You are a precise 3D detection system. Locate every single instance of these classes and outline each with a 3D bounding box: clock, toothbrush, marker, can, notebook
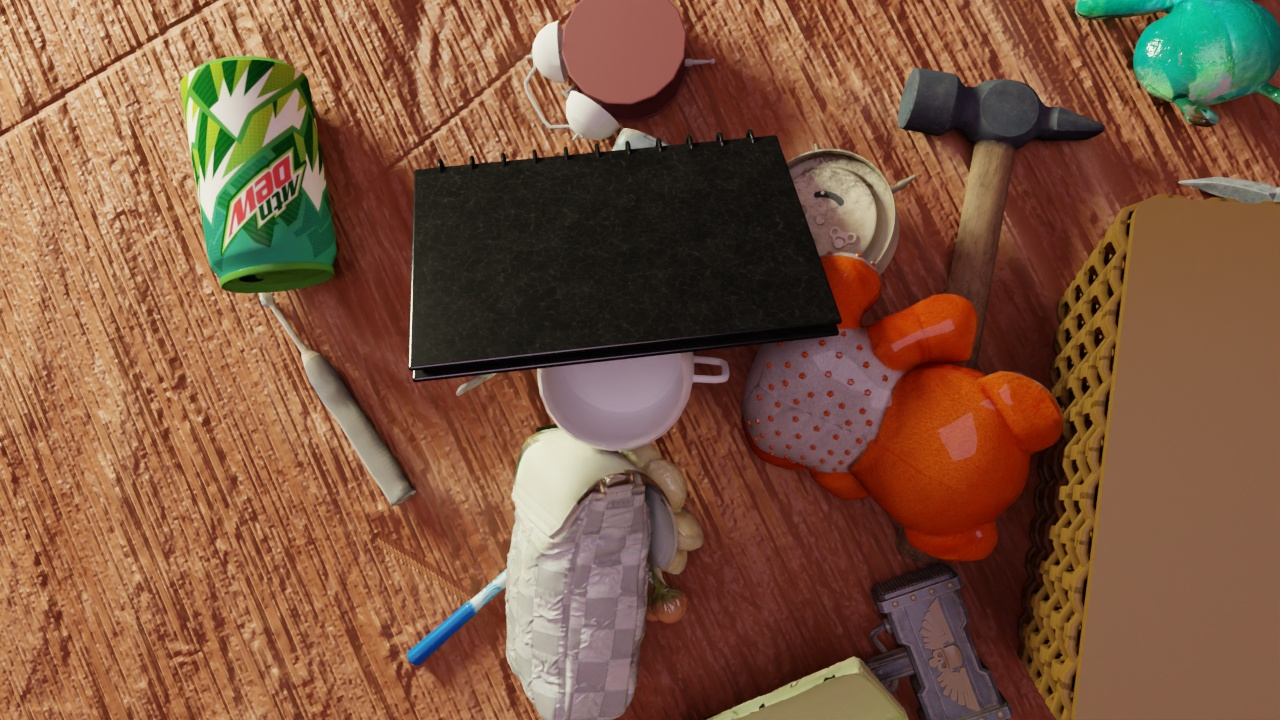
[{"bbox_3d":[-0.019,-0.205,0.630,0.124,0.044,0.087,-30,85,3],"label":"clock"},{"bbox_3d":[0.117,-0.069,0.604,0.093,0.054,0.141,26,96,26],"label":"clock"},{"bbox_3d":[-0.077,0.003,0.559,0.010,0.181,0.010,25,102,3],"label":"toothbrush"},{"bbox_3d":[-0.106,0.163,0.638,0.142,0.013,0.013,-41,85,2],"label":"marker"},{"bbox_3d":[-0.259,-0.124,0.627,0.083,0.083,0.144,-11,87,4],"label":"can"},{"bbox_3d":[-0.218,0.022,0.649,0.022,0.024,0.185,-33,84,-37],"label":"toothbrush"},{"bbox_3d":[-0.017,-0.070,0.540,0.231,0.019,0.169,-6,52,-4],"label":"notebook"}]

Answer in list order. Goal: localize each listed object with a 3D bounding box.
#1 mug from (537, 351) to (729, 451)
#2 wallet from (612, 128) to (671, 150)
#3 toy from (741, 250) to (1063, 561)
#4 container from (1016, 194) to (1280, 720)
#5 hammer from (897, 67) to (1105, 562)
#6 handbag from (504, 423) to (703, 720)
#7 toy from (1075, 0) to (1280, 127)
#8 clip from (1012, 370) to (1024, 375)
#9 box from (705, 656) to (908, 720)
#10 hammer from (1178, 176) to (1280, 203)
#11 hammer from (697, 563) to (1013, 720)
[{"bbox_3d":[-0.003,0.003,0.564,0.115,0.068,0.094,3,105,2],"label":"mug"},{"bbox_3d":[0.003,-0.079,0.620,0.100,0.054,0.131,29,90,-6],"label":"wallet"},{"bbox_3d":[0.151,0.033,0.553,0.172,0.092,0.164,30,122,20],"label":"toy"},{"bbox_3d":[0.335,0.072,0.472,0.220,0.214,0.251,8,84,18],"label":"container"},{"bbox_3d":[0.215,-0.025,0.608,0.129,0.040,0.321,11,89,1],"label":"hammer"},{"bbox_3d":[-0.024,0.137,0.586,0.123,0.112,0.171,2,101,-29],"label":"handbag"},{"bbox_3d":[0.357,-0.233,0.590,0.131,0.072,0.193,-12,77,5],"label":"toy"},{"bbox_3d":[0.252,0.037,0.612,0.014,0.045,0.050,-3,44,4],"label":"clip"},{"bbox_3d":[0.085,0.265,0.568,0.188,0.061,0.133,-32,90,18],"label":"box"},{"bbox_3d":[0.371,0.037,0.595,0.147,0.028,0.317,24,89,11],"label":"hammer"},{"bbox_3d":[0.069,0.235,0.609,0.322,0.044,0.098,-21,86,6],"label":"hammer"}]
